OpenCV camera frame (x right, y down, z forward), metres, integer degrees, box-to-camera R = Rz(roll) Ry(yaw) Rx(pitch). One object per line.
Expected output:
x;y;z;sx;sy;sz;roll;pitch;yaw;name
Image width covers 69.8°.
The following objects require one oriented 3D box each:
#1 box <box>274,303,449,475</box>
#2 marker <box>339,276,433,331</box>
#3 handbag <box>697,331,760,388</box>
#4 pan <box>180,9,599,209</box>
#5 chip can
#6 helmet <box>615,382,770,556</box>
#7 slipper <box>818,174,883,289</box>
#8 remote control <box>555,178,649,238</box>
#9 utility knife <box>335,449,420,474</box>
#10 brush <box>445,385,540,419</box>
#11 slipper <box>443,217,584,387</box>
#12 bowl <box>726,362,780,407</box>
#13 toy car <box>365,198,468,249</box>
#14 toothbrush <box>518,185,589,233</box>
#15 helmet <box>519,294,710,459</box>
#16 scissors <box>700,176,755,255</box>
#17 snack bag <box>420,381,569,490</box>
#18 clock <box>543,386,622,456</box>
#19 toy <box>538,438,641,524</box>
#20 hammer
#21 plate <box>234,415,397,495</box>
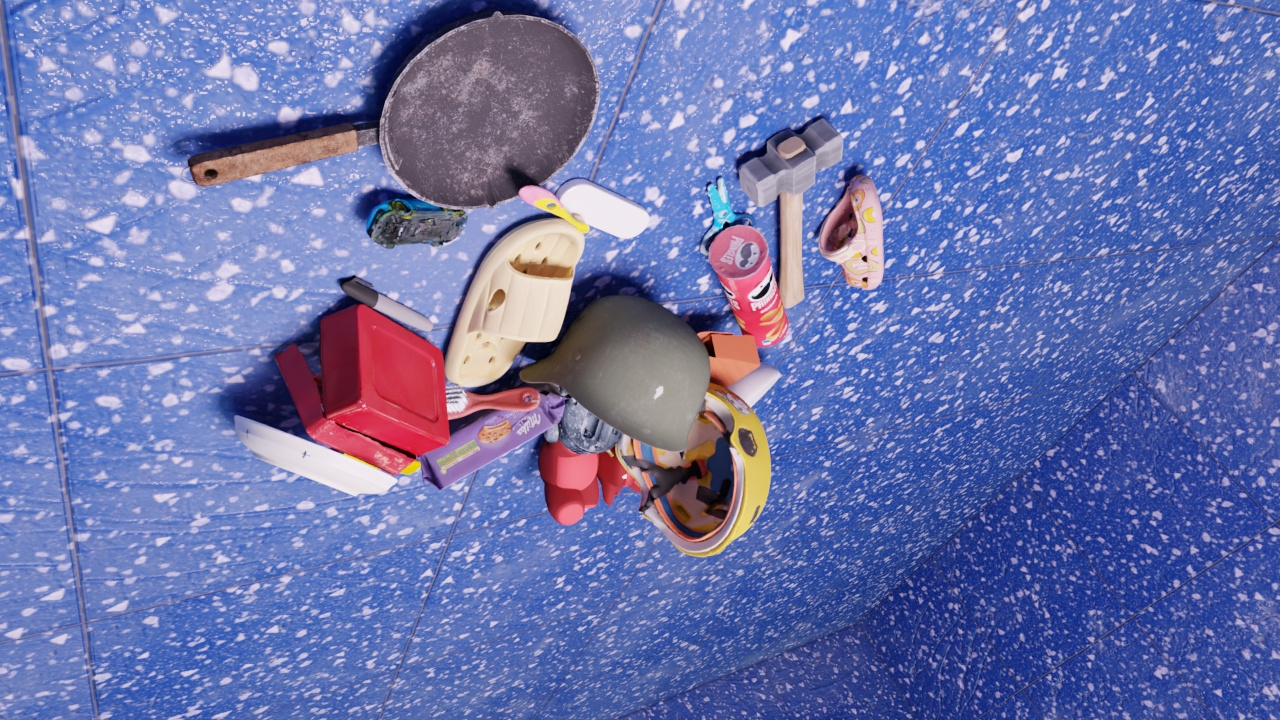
-0.278;0.032;0.972;0.123;0.136;0.157;-33;151;6;box
-0.262;-0.058;0.966;0.022;0.016;0.138;-58;147;1;marker
0.068;0.011;1.286;0.108;0.060;0.172;5;153;-33;handbag
-0.203;-0.201;0.782;0.356;0.040;0.208;-16;147;-22;pan
0.147;-0.090;1.208;0.073;0.073;0.233;-32;154;2;chip can
0.097;0.140;1.246;0.139;0.240;0.210;-4;148;-45;helmet
0.275;-0.166;1.216;0.081;0.093;0.197;-11;148;6;slipper
-0.040;-0.164;1.001;0.043;0.013;0.136;-45;147;23;remote control
-0.336;0.130;1.180;0.030;0.017;0.155;-35;149;18;utility knife
-0.205;0.047;1.086;0.172;0.040;0.030;-5;151;7;brush
-0.143;-0.044;1.029;0.111;0.079;0.262;3;137;-38;slipper
0.129;0.058;1.404;0.176;0.066;0.177;-42;170;-9;bowl
-0.214;-0.134;0.876;0.105;0.032;0.048;-10;145;-48;toy car
-0.086;-0.154;0.924;0.021;0.016;0.135;-32;160;16;toothbrush
-0.006;0.006;1.093;0.227;0.267;0.154;27;103;-16;helmet
0.106;-0.180;1.109;0.083;0.015;0.140;-25;148;-7;scissors
-0.186;0.081;1.160;0.205;0.096;0.058;-31;107;1;snack bag
-0.082;0.078;1.234;0.129;0.090;0.052;26;158;-19;clock
-0.054;0.145;1.346;0.196;0.121;0.158;-7;106;-35;toy
0.192;-0.164;1.168;0.117;0.051;0.323;-31;152;-8;hammer
-0.354;0.110;0.989;0.182;0.182;0.034;46;61;-59;plate
